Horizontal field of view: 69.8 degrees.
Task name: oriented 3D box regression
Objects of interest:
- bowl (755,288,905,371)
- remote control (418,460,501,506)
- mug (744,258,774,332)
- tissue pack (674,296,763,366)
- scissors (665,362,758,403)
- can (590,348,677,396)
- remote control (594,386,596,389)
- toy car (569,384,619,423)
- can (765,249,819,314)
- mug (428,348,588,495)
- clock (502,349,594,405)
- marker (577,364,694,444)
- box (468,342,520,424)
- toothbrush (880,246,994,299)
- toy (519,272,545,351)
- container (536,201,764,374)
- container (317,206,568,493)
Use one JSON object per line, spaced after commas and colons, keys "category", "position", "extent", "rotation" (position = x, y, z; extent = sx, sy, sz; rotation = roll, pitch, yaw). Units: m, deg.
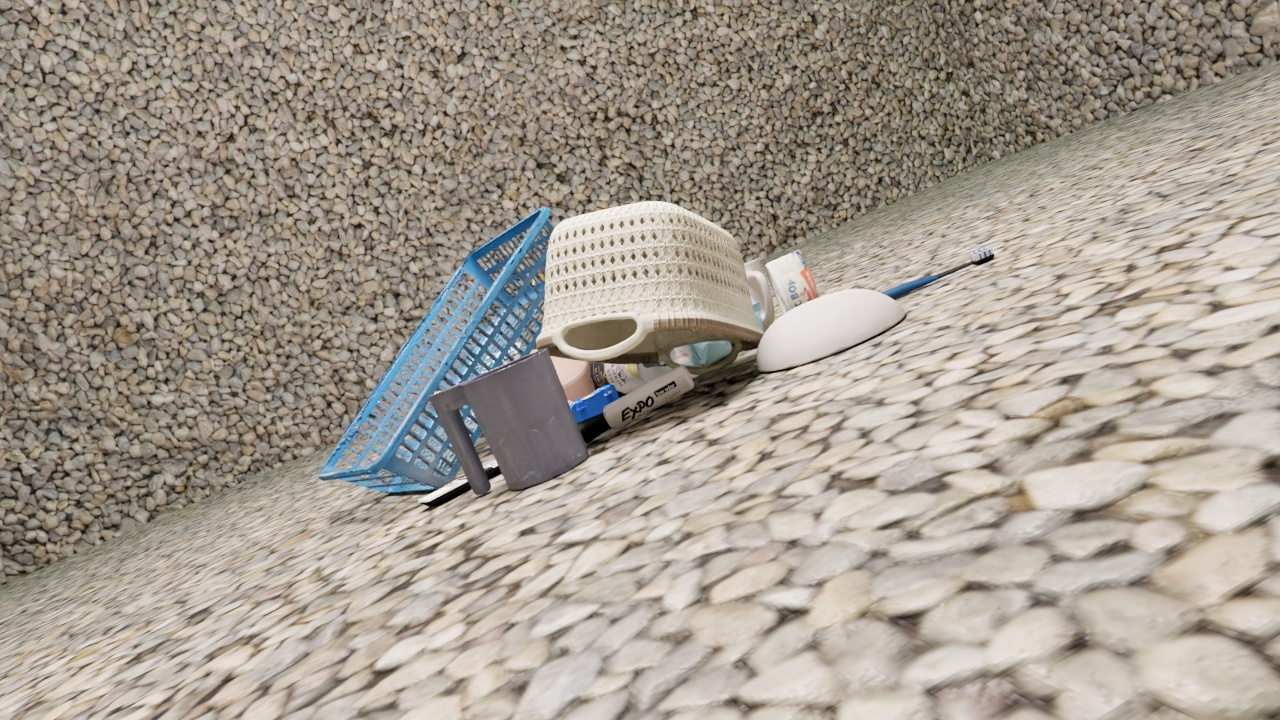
{"category": "bowl", "position": [0.175, -0.037, 0.882], "extent": [0.149, 0.043, 0.149], "rotation": [-23, 5, 2]}
{"category": "remote control", "position": [-0.164, 0.117, 0.924], "extent": [0.124, 0.012, 0.028], "rotation": [-26, 7, -35]}
{"category": "mug", "position": [0.140, -0.076, 1.158], "extent": [0.071, 0.089, 0.107], "rotation": [-24, 6, -18]}
{"category": "tissue pack", "position": [0.057, -0.028, 1.144], "extent": [0.111, 0.070, 0.182], "rotation": [-27, 6, -32]}
{"category": "scissors", "position": [0.042, 0.032, 0.916], "extent": [0.174, 0.014, 0.141], "rotation": [-23, 3, 16]}
{"category": "can", "position": [-0.007, 0.006, 1.089], "extent": [0.064, 0.064, 0.128], "rotation": [-26, 6, -30]}
{"category": "remote control", "position": [-0.127, 0.060, 1.324], "extent": [0.136, 0.013, 0.033], "rotation": [-24, 6, -11]}
{"category": "toy car", "position": [-0.060, 0.050, 1.021], "extent": [0.062, 0.033, 0.091], "rotation": [-7, 15, 46]}
{"category": "can", "position": [0.180, -0.082, 1.070], "extent": [0.043, 0.086, 0.086], "rotation": [-22, 5, 5]}
{"category": "mug", "position": [-0.119, 0.059, 0.824], "extent": [0.124, 0.104, 0.083], "rotation": [-21, 6, 19]}
{"category": "clock", "position": [-0.126, 0.023, 1.140], "extent": [0.131, 0.086, 0.160], "rotation": [-9, 20, 8]}
{"category": "marker", "position": [-0.009, 0.044, 0.873], "extent": [0.126, 0.025, 0.025], "rotation": [-29, 4, 11]}
{"category": "box", "position": [-0.193, 0.052, 1.358], "extent": [0.109, 0.126, 0.136], "rotation": [-24, 45, 28]}
{"category": "toothbrush", "position": [0.301, -0.084, 0.988], "extent": [0.168, 0.014, 0.014], "rotation": [-22, 17, 2]}
{"category": "toy", "position": [-0.063, -0.049, 1.281], "extent": [0.203, 0.162, 0.199], "rotation": [10, -20, -11]}
{"category": "container", "position": [0.012, -0.062, 0.911], "extent": [0.185, 0.142, 0.245], "rotation": [-8, -7, 25]}
{"category": "container", "position": [-0.219, 0.005, 1.094], "extent": [0.258, 0.089, 0.361], "rotation": [-15, 41, 57]}
